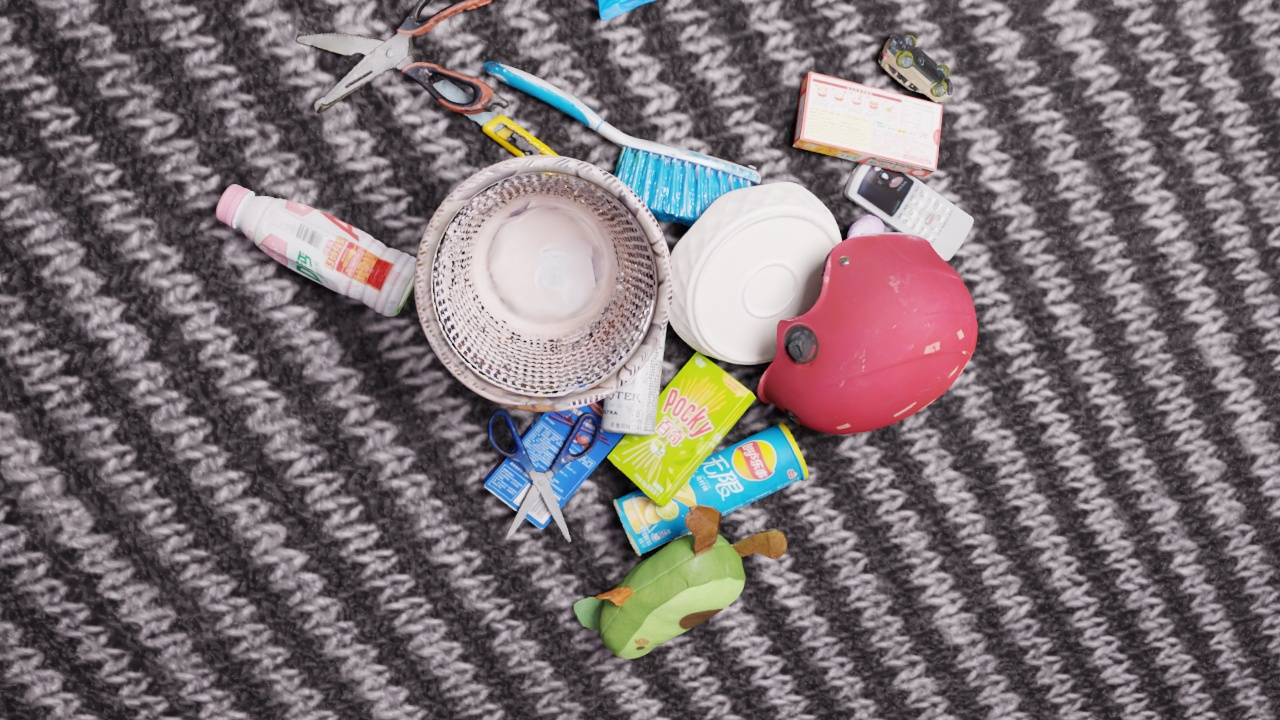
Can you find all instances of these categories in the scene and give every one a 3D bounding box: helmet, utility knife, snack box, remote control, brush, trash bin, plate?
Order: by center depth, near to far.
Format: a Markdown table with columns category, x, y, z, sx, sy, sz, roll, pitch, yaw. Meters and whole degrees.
| category | x | y | z | sx | sy | sz | roll | pitch | yaw |
| --- | --- | --- | --- | --- | --- | --- | --- | --- | --- |
| trash bin | -0.092 | -0.082 | 0.891 | 0.227 | 0.192 | 0.227 | -1 | 102 | -5 |
| helmet | 0.244 | -0.004 | 0.943 | 0.206 | 0.144 | 0.240 | 6 | 125 | -49 |
| utility knife | -0.124 | -0.222 | 0.953 | 0.219 | 0.015 | 0.033 | 34 | 93 | -13 |
| brush | -0.020 | -0.215 | 0.954 | 0.314 | 0.060 | 0.109 | 14 | 93 | -8 |
| plate | 0.128 | -0.082 | 0.964 | 0.204 | 0.045 | 0.205 | -9 | 122 | -15 |
| snack box | 0.244 | -0.252 | 0.982 | 0.155 | 0.027 | 0.077 | 11 | 80 | -10 |
| snack box | 0.044 | 0.074 | 0.998 | 0.156 | 0.086 | 0.026 | -49 | 147 | -1 |
| snack box | -0.092 | 0.102 | 1.016 | 0.084 | 0.026 | 0.157 | 40 | 93 | -13 |
| remote control | 0.299 | -0.171 | 1.020 | 0.150 | 0.021 | 0.058 | 30 | 95 | -13 |

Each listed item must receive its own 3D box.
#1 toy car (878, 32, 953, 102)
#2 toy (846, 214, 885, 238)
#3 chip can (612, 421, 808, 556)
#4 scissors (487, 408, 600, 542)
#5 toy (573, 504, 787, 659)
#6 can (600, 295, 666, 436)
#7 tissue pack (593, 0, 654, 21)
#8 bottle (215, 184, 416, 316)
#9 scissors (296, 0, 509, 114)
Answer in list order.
| category | x | y | z | sx | sy | sz | roll | pitch | yaw |
| --- | --- | --- | --- | --- | --- | --- | --- | --- | --- |
| toy car | 0.297 | -0.310 | 0.982 | 0.090 | 0.035 | 0.042 | 33 | 51 | -12 |
| toy | 0.248 | -0.106 | 1.012 | 0.083 | 0.039 | 0.108 | -12 | 106 | -39 |
| chip can | 0.078 | 0.143 | 1.026 | 0.210 | 0.071 | 0.071 | -24 | 103 | -2 |
| scissors | -0.107 | 0.118 | 0.996 | 0.162 | 0.012 | 0.176 | -38 | 104 | 1 |
| toy | 0.040 | 0.251 | 1.009 | 0.226 | 0.090 | 0.247 | 17 | 127 | -42 |
| can | -0.006 | 0.006 | 0.980 | 0.058 | 0.058 | 0.146 | 7 | 87 | -9 |
| tissue pack | -0.022 | -0.427 | 0.908 | 0.095 | 0.052 | 0.157 | -19 | 103 | -4 |
| bottle | -0.324 | -0.114 | 0.924 | 0.197 | 0.068 | 0.068 | 26 | 96 | -8 |
| scissors | -0.226 | -0.310 | 0.910 | 0.226 | 0.015 | 0.189 | 20 | 88 | 0 |
